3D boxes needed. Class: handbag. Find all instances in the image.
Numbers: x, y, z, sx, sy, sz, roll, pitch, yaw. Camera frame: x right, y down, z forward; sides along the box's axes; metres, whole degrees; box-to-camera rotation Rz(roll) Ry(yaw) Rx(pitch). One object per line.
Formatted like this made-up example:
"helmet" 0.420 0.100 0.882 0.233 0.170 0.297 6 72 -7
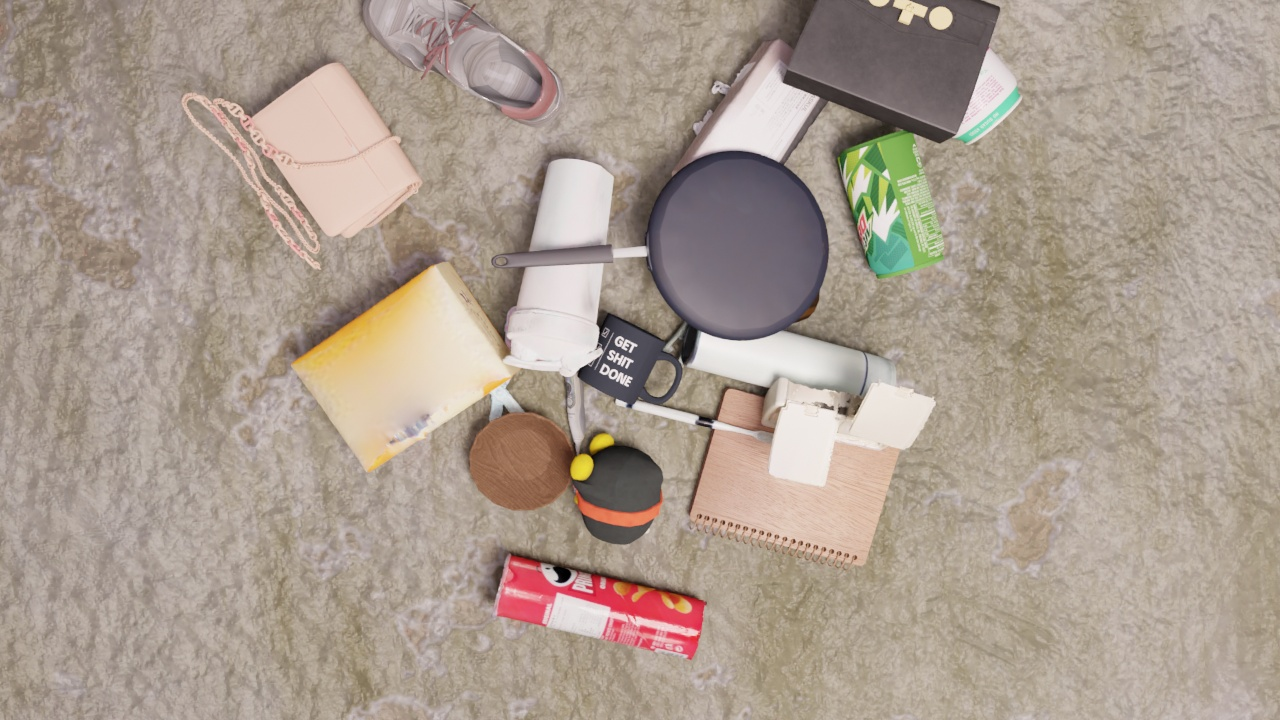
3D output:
"handbag" 0.262 -0.344 0.909 0.176 0.072 0.196 22 98 3
"handbag" -0.316 -0.206 0.916 0.117 0.187 0.199 -34 91 8

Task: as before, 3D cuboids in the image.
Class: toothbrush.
"toothbrush" -0.073 0.059 1.035 0.022 0.024 0.185 2 98 39
"toothbrush" 0.062 0.067 1.026 0.187 0.017 0.012 14 94 7

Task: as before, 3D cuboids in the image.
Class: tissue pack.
"tissue pack" 0.115 -0.251 0.995 0.104 0.071 0.181 33 96 -20

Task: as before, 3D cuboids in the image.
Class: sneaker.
"sneaker" -0.188 -0.327 0.958 0.236 0.089 0.099 28 94 -4

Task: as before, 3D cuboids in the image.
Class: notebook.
"notebook" 0.175 0.139 1.051 0.210 0.022 0.169 15 94 -3

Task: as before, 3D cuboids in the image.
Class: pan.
"pan" 0.028 -0.113 0.935 0.356 0.021 0.198 -5 89 -13

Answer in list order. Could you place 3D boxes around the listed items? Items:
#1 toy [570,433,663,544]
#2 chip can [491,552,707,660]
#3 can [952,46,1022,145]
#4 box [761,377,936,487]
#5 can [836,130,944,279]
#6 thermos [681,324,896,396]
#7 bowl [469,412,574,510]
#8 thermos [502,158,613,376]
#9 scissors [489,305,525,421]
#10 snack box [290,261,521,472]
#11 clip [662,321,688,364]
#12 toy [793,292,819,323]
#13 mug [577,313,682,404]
"toy" -0.025 0.154 1.012 0.100 0.097 0.119 13 112 15
"chip can" -0.045 0.278 1.032 0.233 0.073 0.073 14 95 -4
"can" 0.321 -0.316 0.977 0.088 0.088 0.166 -44 95 2
"box" 0.201 0.076 0.927 0.143 0.194 0.101 11 72 2
"can" 0.272 -0.168 0.993 0.083 0.083 0.144 -18 96 0
"thermos" 0.162 0.002 1.003 0.230 0.068 0.068 15 95 -10
"bowl" -0.132 0.109 1.027 0.118 0.030 0.118 -1 105 -4
"thermos" -0.078 -0.096 0.967 0.099 0.099 0.220 10 82 -3
"scissors" -0.153 0.014 1.031 0.159 0.014 0.172 -40 95 3
"snack box" -0.250 0.008 0.984 0.195 0.080 0.145 -33 96 8
"clip" 0.056 -0.034 1.030 0.047 0.023 0.076 35 95 -6
"toy" 0.146 -0.073 1.010 0.100 0.062 0.076 10 132 -17
"mug" -0.006 0.006 1.003 0.105 0.071 0.077 27 94 7
